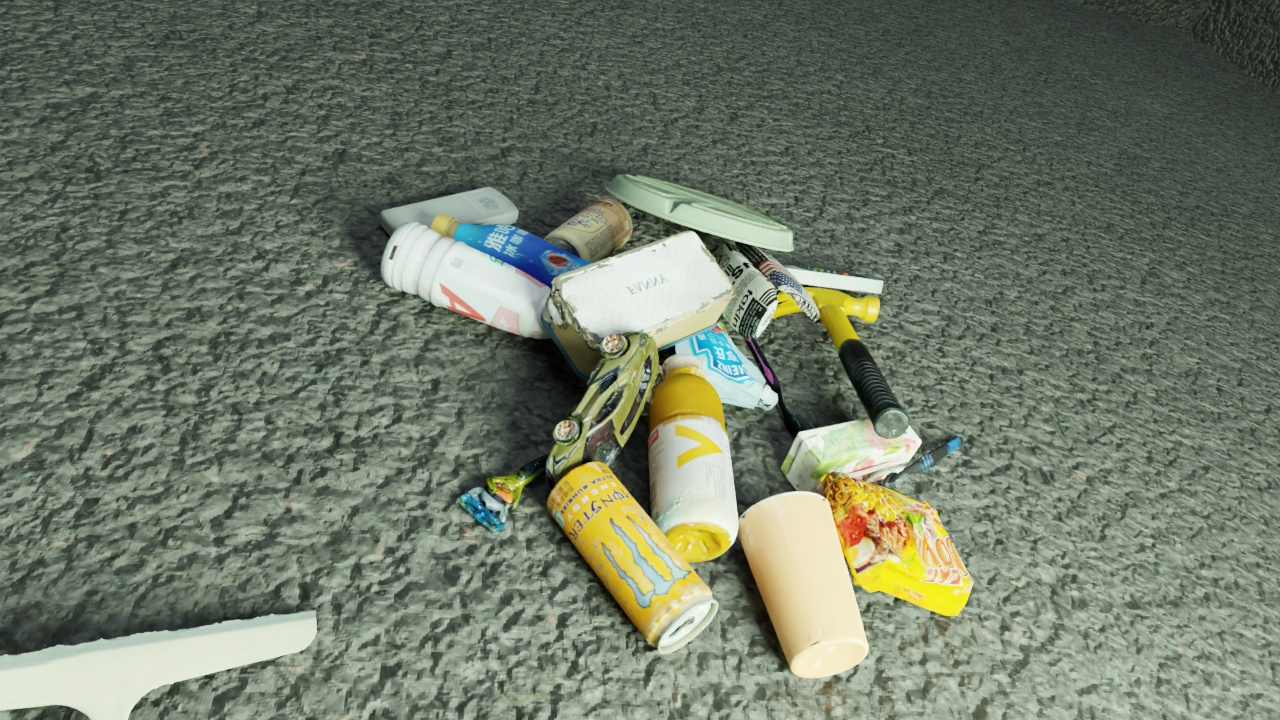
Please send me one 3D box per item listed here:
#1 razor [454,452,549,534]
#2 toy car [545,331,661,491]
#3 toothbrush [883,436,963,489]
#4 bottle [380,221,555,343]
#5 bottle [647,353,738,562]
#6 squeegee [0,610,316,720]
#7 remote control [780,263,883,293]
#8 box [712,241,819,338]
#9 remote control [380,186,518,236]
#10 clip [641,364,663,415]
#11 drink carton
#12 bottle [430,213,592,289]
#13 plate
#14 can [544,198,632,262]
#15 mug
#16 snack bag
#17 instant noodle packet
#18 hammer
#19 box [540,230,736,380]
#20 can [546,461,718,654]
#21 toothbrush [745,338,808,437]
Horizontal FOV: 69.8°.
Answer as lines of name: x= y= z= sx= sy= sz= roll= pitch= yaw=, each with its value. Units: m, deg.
razor: x=-0.084 y=0.089 z=0.747 sx=0.043 sy=0.022 sz=0.142 roll=38 pitch=41 yaw=20
toy car: x=-0.029 y=0.045 z=0.753 sx=0.042 sy=0.070 sz=0.157 roll=17 pitch=63 yaw=25
toothbrush: x=0.275 y=0.095 z=0.872 sx=0.189 sy=0.016 sz=0.014 roll=-13 pitch=85 yaw=-50
bottle: x=-0.146 y=-0.067 z=0.873 sx=0.197 sy=0.068 sz=0.068 roll=24 pitch=38 yaw=4
bottle: x=0.040 y=0.074 z=0.767 sx=0.068 sy=0.068 sz=0.189 roll=10 pitch=45 yaw=-12
squeegee: x=-0.251 y=0.256 z=0.461 sx=0.246 sy=0.039 sz=0.246 roll=4 pitch=43 yaw=-46
remote control: x=0.217 y=-0.099 z=1.088 sx=0.135 sy=0.019 sz=0.056 roll=6 pitch=12 yaw=-17
box: x=0.129 y=-0.076 z=0.983 sx=0.086 sy=0.076 sz=0.162 roll=13 pitch=21 yaw=-21
remote control: x=-0.204 y=-0.154 z=0.993 sx=0.149 sy=0.021 sz=0.058 roll=-23 pitch=54 yaw=-40
clip: x=-0.006 y=0.009 z=0.865 sx=0.034 sy=0.072 sz=0.100 roll=-12 pitch=53 yaw=-33
drink carton: x=0.194 y=0.088 z=0.841 sx=0.122 sy=0.054 sz=0.045 roll=-8 pitch=46 yaw=-29
bottle: x=-0.110 y=-0.093 z=0.924 sx=0.219 sy=0.065 sz=0.065 roll=24 pitch=38 yaw=7
plate: x=0.071 y=-0.175 z=1.064 sx=0.230 sy=0.027 sz=0.230 roll=17 pitch=16 yaw=-5
can: x=-0.058 y=-0.131 z=0.996 sx=0.058 sy=0.059 sz=0.116 roll=29 pitch=38 yaw=12
mug: x=0.126 y=0.171 z=0.698 sx=0.078 sy=0.078 sz=0.122 roll=4 pitch=46 yaw=-19
snack bag: x=0.063 y=-0.019 z=0.922 sx=0.110 sy=0.039 sz=0.191 roll=18 pitch=30 yaw=-40
instant noodle packet: x=0.215 y=0.151 z=0.762 sx=0.128 sy=0.044 sz=0.110 roll=21 pitch=37 yaw=-30
hammer: x=0.215 y=-0.009 z=0.936 sx=0.128 sy=0.033 sz=0.300 roll=7 pitch=26 yaw=-6
box: x=0.004 y=-0.055 z=0.845 sx=0.183 sy=0.063 sz=0.089 roll=-20 pitch=68 yaw=-31
can: x=-0.009 y=0.143 z=0.683 sx=0.058 sy=0.058 sz=0.146 roll=-17 pitch=50 yaw=-37
toothbrush: x=0.133 y=0.012 z=0.941 sx=0.017 sy=0.014 sz=0.189 roll=11 pitch=37 yaw=-27
